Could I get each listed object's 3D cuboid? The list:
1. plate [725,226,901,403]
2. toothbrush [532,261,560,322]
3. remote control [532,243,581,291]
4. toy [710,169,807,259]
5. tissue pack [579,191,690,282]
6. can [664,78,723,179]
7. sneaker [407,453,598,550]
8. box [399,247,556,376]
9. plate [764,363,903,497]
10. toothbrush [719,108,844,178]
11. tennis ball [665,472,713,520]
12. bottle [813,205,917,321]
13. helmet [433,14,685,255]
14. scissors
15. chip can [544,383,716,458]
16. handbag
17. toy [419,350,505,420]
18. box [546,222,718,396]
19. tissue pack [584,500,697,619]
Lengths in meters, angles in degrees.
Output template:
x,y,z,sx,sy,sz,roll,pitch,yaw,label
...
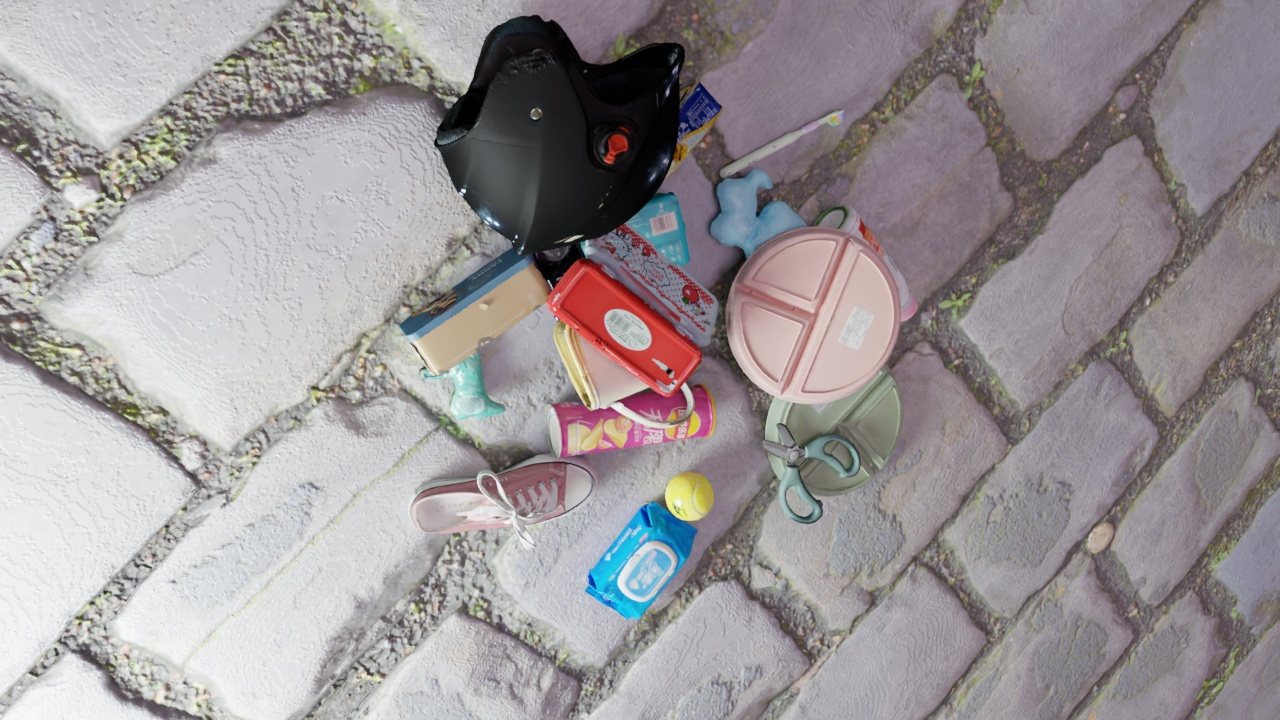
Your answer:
x,y,z,sx,sy,sz,roll,pitch,yaw,label
0.224,-0.055,1.172,0.229,0.028,0.229,-1,98,-4,plate
-0.112,-0.070,1.122,0.018,0.014,0.189,-26,112,-4,toothbrush
-0.100,-0.124,1.105,0.053,0.024,0.136,-30,112,-12,remote control
0.164,-0.163,1.191,0.156,0.050,0.161,6,98,-14,toy
-0.008,-0.146,1.123,0.133,0.050,0.093,-20,111,-16,tissue pack
0.033,-0.267,1.096,0.049,0.075,0.148,43,85,-22,can
-0.159,0.175,1.125,0.240,0.088,0.118,-7,106,-20,sneaker
-0.183,-0.061,1.054,0.184,0.090,0.063,-39,114,-12,box
0.286,0.093,1.322,0.229,0.027,0.230,-6,105,-22,plate
0.183,-0.279,1.185,0.189,0.029,0.020,-28,70,-12,toothbrush
0.066,0.182,1.233,0.065,0.065,0.065,-6,106,-21,tennis ball
0.313,-0.126,1.256,0.197,0.068,0.068,41,86,-30,bottle
-0.076,-0.239,0.969,0.274,0.233,0.230,-15,122,-1,helmet
0.226,0.163,1.291,0.176,0.019,0.172,19,97,-26,scissors
-0.012,0.076,1.169,0.210,0.071,0.071,-6,106,-21,chip can
-0.007,0.007,1.132,0.163,0.063,0.179,-22,94,-23,handbag
-0.214,0.028,1.098,0.096,0.030,0.092,-7,102,-13,toy
0.001,-0.066,1.074,0.201,0.064,0.160,37,72,-26,box
0.003,0.271,1.238,0.095,0.052,0.157,40,87,-26,tissue pack
